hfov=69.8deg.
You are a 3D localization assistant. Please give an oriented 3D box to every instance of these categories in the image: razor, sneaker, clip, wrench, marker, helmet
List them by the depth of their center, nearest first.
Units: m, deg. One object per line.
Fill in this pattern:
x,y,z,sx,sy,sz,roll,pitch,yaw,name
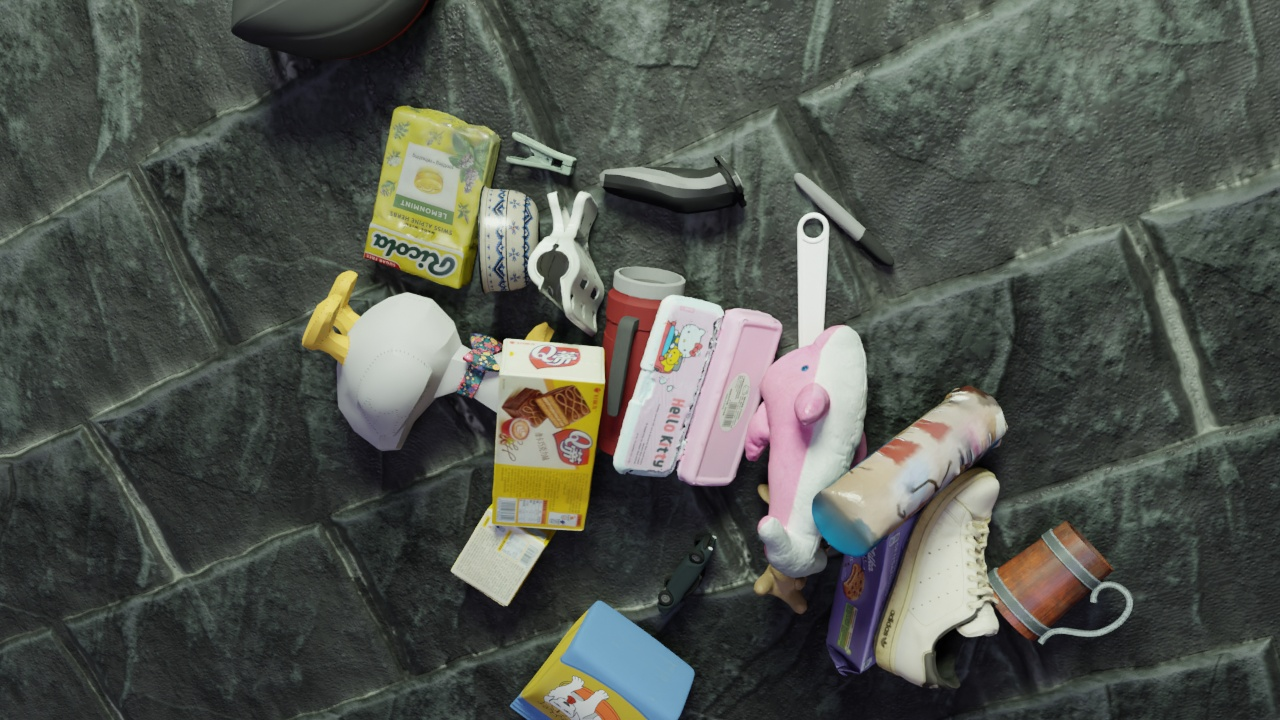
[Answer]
-0.295,-0.396,0.911,0.265,0.164,0.170,-30,109,8,helmet
0.210,-0.144,0.953,0.138,0.016,0.022,42,133,-1,marker
0.332,0.233,0.957,0.102,0.088,0.241,26,96,46,sneaker
0.032,-0.183,0.963,0.156,0.057,0.060,-2,74,12,razor
-0.084,-0.106,0.978,0.092,0.126,0.151,-10,80,6,clip
0.185,-0.022,0.992,0.066,0.018,0.273,1,105,11,wrench
-0.108,-0.220,0.996,0.074,0.023,0.035,19,107,4,clip

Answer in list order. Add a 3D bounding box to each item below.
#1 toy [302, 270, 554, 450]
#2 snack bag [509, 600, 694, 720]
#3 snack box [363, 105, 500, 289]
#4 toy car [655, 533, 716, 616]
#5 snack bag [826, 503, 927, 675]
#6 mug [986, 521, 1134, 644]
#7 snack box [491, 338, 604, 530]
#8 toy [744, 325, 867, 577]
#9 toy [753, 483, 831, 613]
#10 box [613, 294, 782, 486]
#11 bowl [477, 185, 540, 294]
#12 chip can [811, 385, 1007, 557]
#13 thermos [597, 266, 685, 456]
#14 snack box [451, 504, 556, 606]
-0.242,0.010,1.037,0.267,0.140,0.247,32,112,-16,toy
-0.055,0.420,1.133,0.159,0.102,0.206,37,120,0,snack bag
-0.232,-0.182,1.021,0.121,0.045,0.181,19,109,6,snack box
0.056,0.253,1.083,0.034,0.046,0.112,34,111,3,toy car
0.259,0.238,1.009,0.058,0.096,0.205,22,112,42,snack bag
0.443,0.245,0.969,0.111,0.081,0.117,-46,57,16,mug
-0.103,0.088,1.009,0.110,0.061,0.231,5,128,-6,snack box
0.159,0.087,0.945,0.128,0.186,0.265,4,70,34,toy
0.173,0.217,1.025,0.134,0.105,0.108,24,98,1,toy
0.065,0.038,0.976,0.154,0.045,0.201,7,105,-34,box
-0.138,-0.128,0.984,0.059,0.115,0.115,0,106,-4,bowl
0.269,0.104,0.903,0.080,0.228,0.080,34,139,36,chip can
-0.006,0.006,0.993,0.084,0.107,0.199,14,111,20,thermos
-0.164,0.228,1.115,0.083,0.061,0.106,33,110,1,snack box
